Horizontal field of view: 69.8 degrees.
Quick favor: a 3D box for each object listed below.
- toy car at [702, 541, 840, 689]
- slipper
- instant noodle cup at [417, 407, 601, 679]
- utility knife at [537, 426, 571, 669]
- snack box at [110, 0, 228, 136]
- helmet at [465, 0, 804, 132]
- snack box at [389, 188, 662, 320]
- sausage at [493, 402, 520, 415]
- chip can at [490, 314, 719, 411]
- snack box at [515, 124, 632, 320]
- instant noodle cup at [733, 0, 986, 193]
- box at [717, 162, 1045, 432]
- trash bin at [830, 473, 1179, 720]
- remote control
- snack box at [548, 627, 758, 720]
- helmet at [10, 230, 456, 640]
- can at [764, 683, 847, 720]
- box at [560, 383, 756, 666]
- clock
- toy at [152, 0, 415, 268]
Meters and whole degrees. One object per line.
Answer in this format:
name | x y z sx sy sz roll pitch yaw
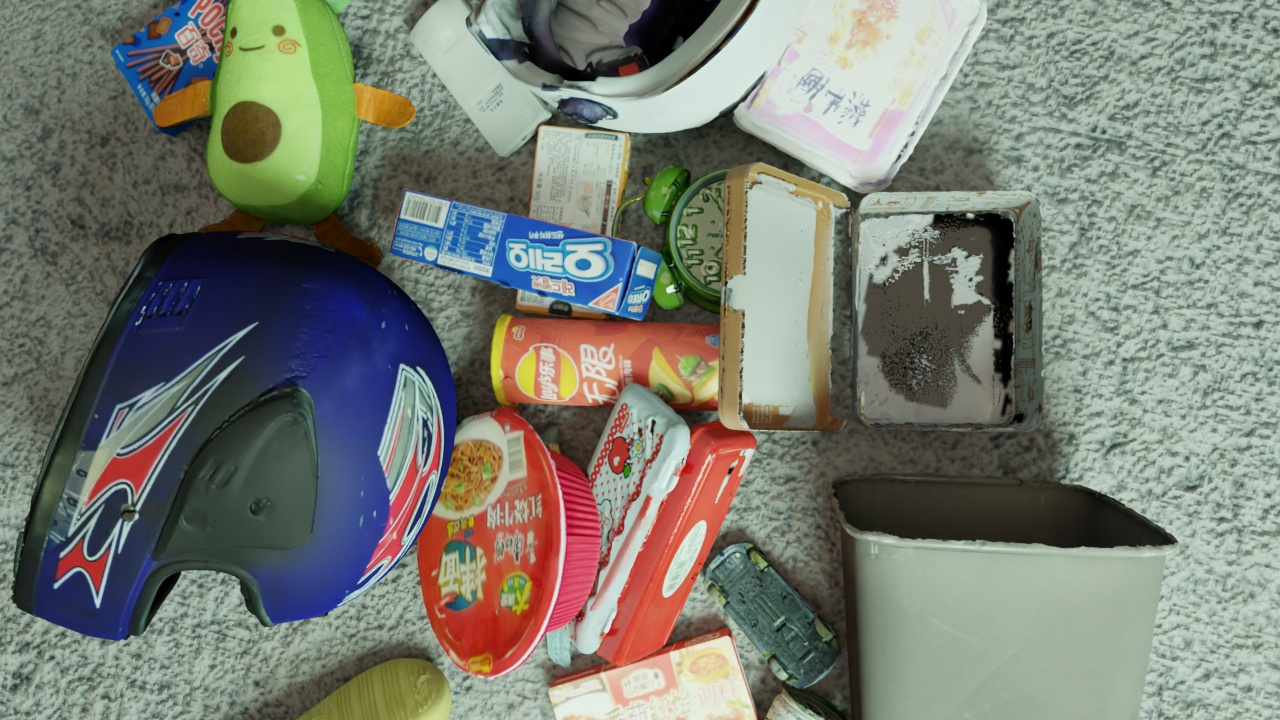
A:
toy car | 0.102 0.196 0.713 0.054 0.037 0.120 -44 74 4
slipper | -0.230 0.314 0.732 0.190 0.091 0.082 -29 125 -4
instant noodle cup | -0.093 0.133 0.686 0.194 0.065 0.193 -12 74 48
utility knife | -0.072 0.152 0.747 0.031 0.020 0.195 -5 92 12
snack box | -0.367 -0.272 0.787 0.157 0.026 0.084 -34 85 4
helmet | 0.017 -0.261 0.669 0.259 0.145 0.229 24 89 34
snack box | -0.090 -0.082 0.703 0.208 0.058 0.057 15 92 21
sausage | -0.158 0.091 0.753 0.165 0.021 0.021 -43 84 3
chip can | -0.004 0.004 0.714 0.217 0.073 0.073 3 88 6
snack box | -0.054 -0.111 0.746 0.075 0.026 0.153 7 88 7
instant noodle cup | 0.165 -0.224 0.708 0.138 0.060 0.173 30 93 7
box | 0.168 -0.037 0.664 0.272 0.131 0.179 2 87 -19
trash bin | 0.231 0.201 0.628 0.199 0.198 0.220 1 95 8
remote control | -0.133 -0.237 0.759 0.056 0.019 0.135 -39 84 16
snack box | 0.010 0.270 0.725 0.153 0.025 0.075 -18 86 6
helmet | -0.266 0.071 0.661 0.240 0.247 0.315 24 98 -15
can | 0.101 0.325 0.696 0.058 0.058 0.146 26 91 7
box | -0.004 0.121 0.694 0.101 0.095 0.202 32 108 30
clock | 0.057 -0.095 0.717 0.161 0.056 0.116 1 87 7
toy | -0.288 -0.191 0.740 0.227 0.090 0.247 2 99 4
